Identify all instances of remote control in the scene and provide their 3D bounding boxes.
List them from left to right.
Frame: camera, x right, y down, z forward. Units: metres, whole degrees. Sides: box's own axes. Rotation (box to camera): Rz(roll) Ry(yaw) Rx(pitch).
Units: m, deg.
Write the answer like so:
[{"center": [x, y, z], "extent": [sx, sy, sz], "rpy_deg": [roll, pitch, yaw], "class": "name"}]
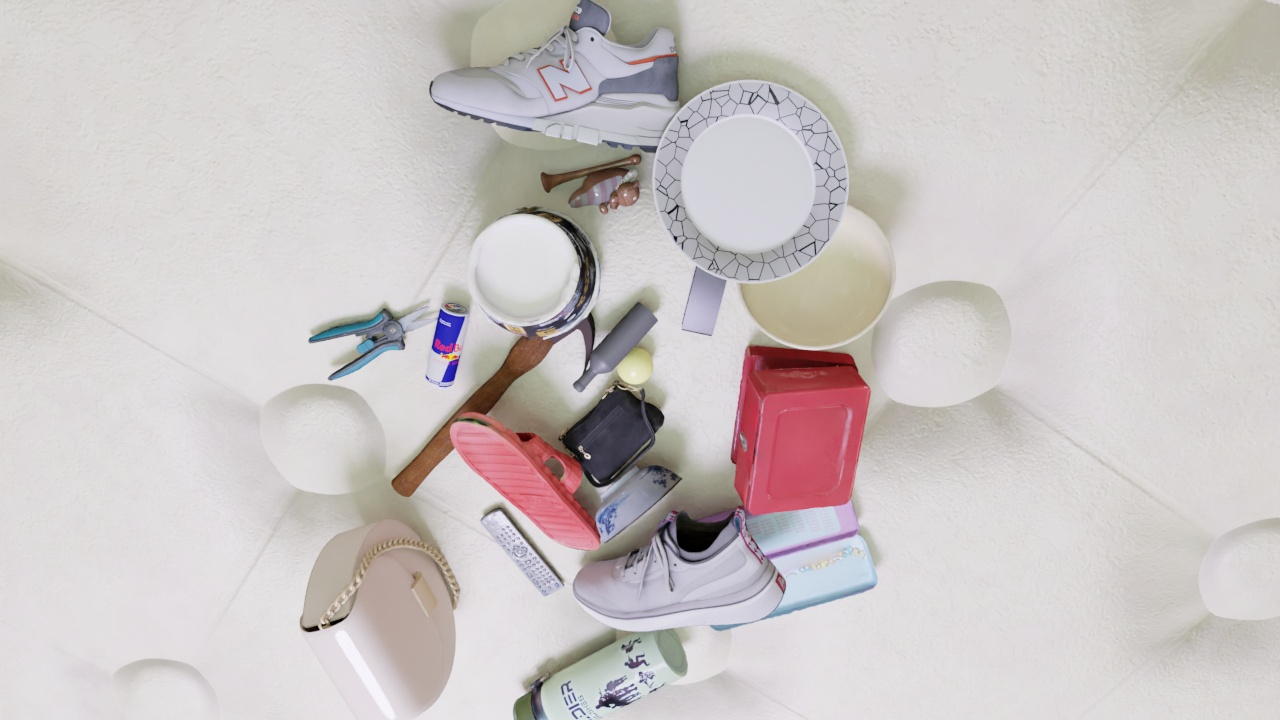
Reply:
[{"center": [-0.144, 0.234, 1.117], "extent": [0.033, 0.013, 0.136], "rpy_deg": [-30, 109, 15], "class": "remote control"}, {"center": [0.076, -0.097, 0.956], "extent": [0.034, 0.013, 0.150], "rpy_deg": [12, 115, -2], "class": "remote control"}]

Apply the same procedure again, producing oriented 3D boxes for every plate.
[{"center": [0.103, -0.168, 0.869], "extent": [0.188, 0.016, 0.188], "rpy_deg": [0, 93, -8], "class": "plate"}]

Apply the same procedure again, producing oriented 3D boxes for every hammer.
[{"center": [-0.173, 0.045, 1.026], "extent": [0.115, 0.033, 0.324], "rpy_deg": [41, 111, -12], "class": "hammer"}]

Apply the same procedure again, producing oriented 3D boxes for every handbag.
[{"center": [-0.297, 0.296, 1.048], "extent": [0.103, 0.208, 0.211], "rpy_deg": [-18, 110, 12], "class": "handbag"}, {"center": [-0.033, 0.079, 1.021], "extent": [0.079, 0.054, 0.129], "rpy_deg": [40, 113, -10], "class": "handbag"}]

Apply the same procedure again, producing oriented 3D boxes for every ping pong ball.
[{"center": [-0.006, 0.006, 0.992], "extent": [0.040, 0.040, 0.040], "rpy_deg": [1, 114, 3], "class": "ping pong ball"}]

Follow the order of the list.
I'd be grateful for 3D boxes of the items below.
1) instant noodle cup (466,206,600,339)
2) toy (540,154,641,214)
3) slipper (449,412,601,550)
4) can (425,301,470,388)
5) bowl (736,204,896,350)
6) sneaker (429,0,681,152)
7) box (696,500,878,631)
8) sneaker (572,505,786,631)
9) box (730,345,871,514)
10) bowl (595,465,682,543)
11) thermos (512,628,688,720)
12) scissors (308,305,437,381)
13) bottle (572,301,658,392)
[{"center": [-0.110, -0.086, 0.896], "extent": [0.137, 0.112, 0.137], "rpy_deg": [0, 94, 0], "class": "instant noodle cup"}, {"center": [-0.044, -0.172, 0.914], "extent": [0.102, 0.041, 0.055], "rpy_deg": [-14, 90, 1], "class": "toy"}, {"center": [-0.114, 0.129, 1.029], "extent": [0.104, 0.059, 0.249], "rpy_deg": [-4, 138, 35], "class": "slipper"}, {"center": [-0.210, -0.016, 0.998], "extent": [0.032, 0.032, 0.095], "rpy_deg": [16, 114, -4], "class": "can"}, {"center": [0.173, -0.077, 0.912], "extent": [0.151, 0.075, 0.150], "rpy_deg": [-2, 80, 11], "class": "bowl"}, {"center": [-0.068, -0.274, 0.852], "extent": [0.239, 0.088, 0.124], "rpy_deg": [10, 110, -10], "class": "sneaker"}, {"center": [0.160, 0.235, 1.091], "extent": [0.214, 0.034, 0.151], "rpy_deg": [-18, 104, 11], "class": "box"}, {"center": [0.025, 0.229, 1.039], "extent": [0.264, 0.096, 0.129], "rpy_deg": [-10, 110, 29], "class": "sneaker"}, {"center": [0.168, 0.077, 0.980], "extent": [0.134, 0.110, 0.158], "rpy_deg": [1, 114, -3], "class": "box"}, {"center": [-0.011, 0.151, 1.030], "extent": [0.114, 0.114, 0.045], "rpy_deg": [-41, 85, 19], "class": "bowl"}, {"center": [-0.058, 0.409, 1.160], "extent": [0.232, 0.082, 0.082], "rpy_deg": [-32, 109, 17], "class": "thermos"}, {"center": [-0.296, -0.022, 1.008], "extent": [0.123, 0.019, 0.148], "rpy_deg": [28, 107, -5], "class": "scissors"}, {"center": [-0.030, -0.011, 0.969], "extent": [0.030, 0.030, 0.113], "rpy_deg": [43, 86, -15], "class": "bottle"}]
